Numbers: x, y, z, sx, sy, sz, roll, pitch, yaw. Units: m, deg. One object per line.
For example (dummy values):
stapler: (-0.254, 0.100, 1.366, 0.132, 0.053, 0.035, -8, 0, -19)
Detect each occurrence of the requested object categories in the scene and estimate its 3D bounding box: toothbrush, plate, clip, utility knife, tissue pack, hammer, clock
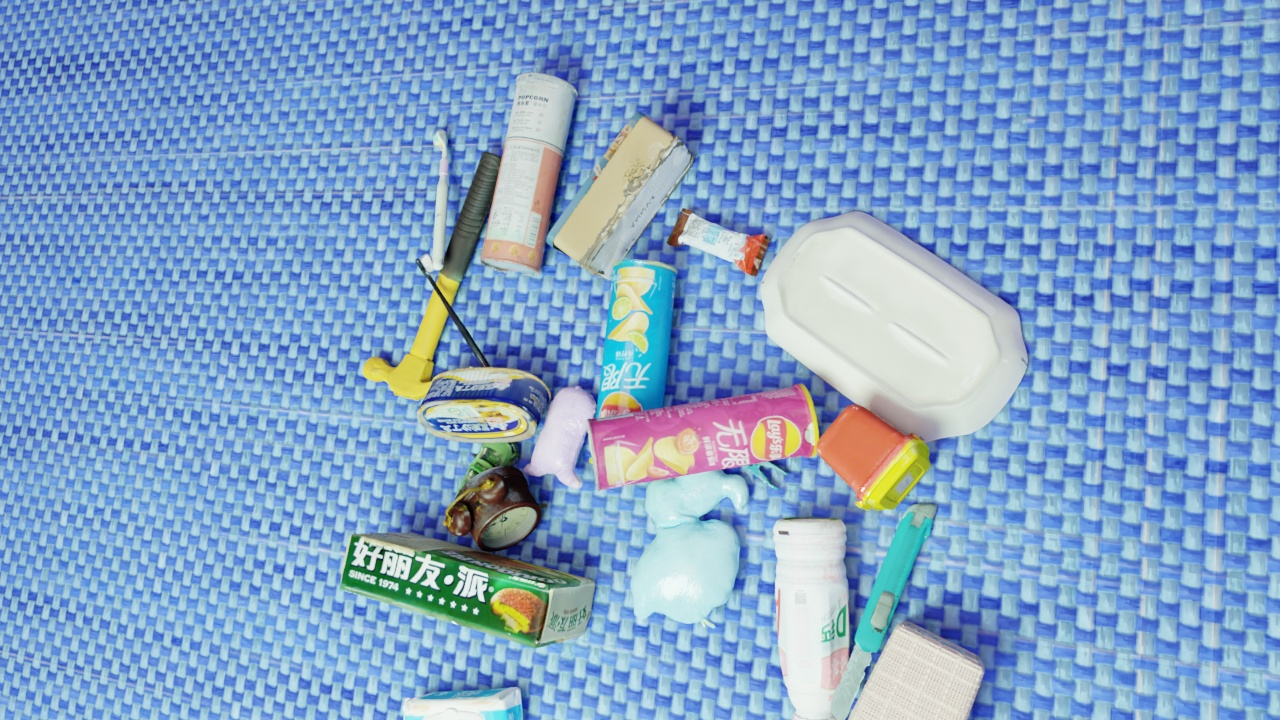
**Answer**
toothbrush: (-0.234, -0.187, 1.067, 0.020, 0.029, 0.189, -3, 65, -4)
toothbrush: (-0.205, -0.050, 1.025, 0.018, 0.015, 0.181, -35, 70, 3)
plate: (0.234, -0.038, 0.880, 0.266, 0.034, 0.162, 40, 96, 22)
clip: (0.119, 0.106, 0.912, 0.056, 0.014, 0.042, 32, 92, 23)
utility knife: (0.220, 0.224, 0.831, 0.029, 0.013, 0.215, 23, 77, 15)
tissue pack: (-0.183, 0.392, 0.952, 0.140, 0.063, 0.090, -10, 77, 19)
hammer: (-0.220, -0.097, 1.065, 0.129, 0.033, 0.300, 19, 88, 22)
clock: (-0.155, 0.153, 0.953, 0.082, 0.122, 0.055, -44, 56, 9)

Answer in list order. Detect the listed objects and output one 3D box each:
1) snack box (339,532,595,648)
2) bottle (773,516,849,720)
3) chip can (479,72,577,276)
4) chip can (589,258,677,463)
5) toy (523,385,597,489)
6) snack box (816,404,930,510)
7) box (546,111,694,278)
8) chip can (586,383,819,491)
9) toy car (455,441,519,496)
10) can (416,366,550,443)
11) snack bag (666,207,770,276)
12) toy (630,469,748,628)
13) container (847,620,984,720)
snack box: (-0.178, 0.231, 0.950, 0.240, 0.114, 0.063, 9, 84, 21)
bottle: (0.158, 0.245, 0.846, 0.068, 0.068, 0.197, -2, 84, 20)
chip can: (-0.125, -0.205, 1.026, 0.071, 0.071, 0.214, 9, 84, 22)
chip can: (-0.006, 0.006, 0.945, 0.071, 0.071, 0.210, 4, 82, 21)
toy: (-0.080, 0.079, 0.976, 0.084, 0.039, 0.108, 13, 80, 38)
snack box: (0.211, 0.089, 0.840, 0.080, 0.091, 0.082, 41, 96, 28)
box: (-0.023, -0.166, 0.972, 0.061, 0.089, 0.184, 40, 95, 15)
chip can: (0.057, 0.073, 0.869, 0.210, 0.071, 0.071, -9, 77, -4)
toy car: (-0.169, 0.124, 1.008, 0.043, 0.036, 0.091, 27, 87, 24)
can: (-0.170, 0.049, 0.988, 0.148, 0.075, 0.049, -3, 47, 26)
snack bag: (0.081, -0.125, 0.958, 0.104, 0.026, 0.048, 21, 83, 23)
toy: (0.049, 0.184, 0.907, 0.161, 0.050, 0.156, -33, 64, 5)
container: (0.239, 0.294, 0.796, 0.090, 0.090, 0.111, 23, 86, 23)
